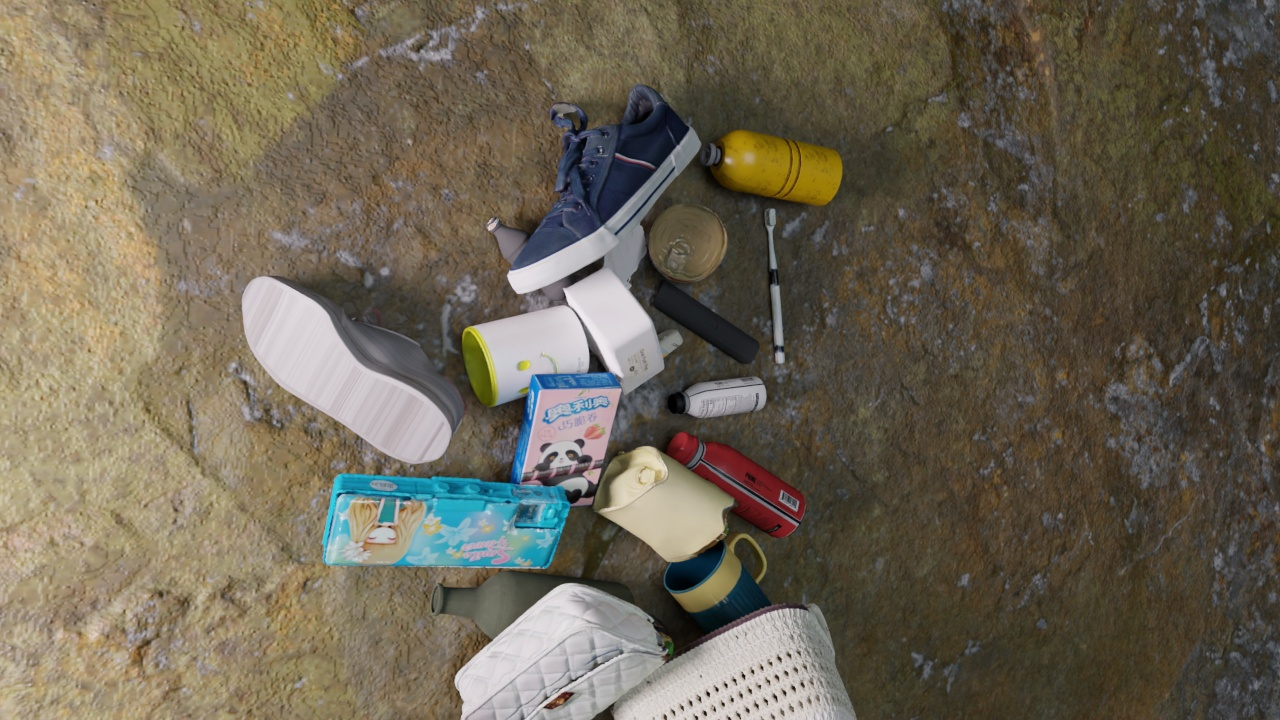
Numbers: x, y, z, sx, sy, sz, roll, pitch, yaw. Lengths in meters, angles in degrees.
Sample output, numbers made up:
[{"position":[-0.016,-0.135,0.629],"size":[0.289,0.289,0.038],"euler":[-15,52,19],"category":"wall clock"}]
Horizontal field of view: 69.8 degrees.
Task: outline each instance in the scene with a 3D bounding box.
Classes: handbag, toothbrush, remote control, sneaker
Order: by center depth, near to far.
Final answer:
[{"position":[-0.263,0.001,0.868],"size":[0.236,0.089,0.099],"euler":[39,107,-1],"category":"sneaker"},{"position":[-0.077,0.310,0.896],"size":[0.138,0.072,0.195],"euler":[33,114,-34],"category":"handbag"},{"position":[-0.056,-0.188,0.930],"size":[0.127,0.121,0.293],"euler":[52,55,-24],"category":"sneaker"},{"position":[0.029,0.152,0.982],"size":[0.119,0.111,0.081],"euler":[37,53,-22],"category":"handbag"},{"position":[-0.006,0.006,1.006],"size":[0.125,0.038,0.018],"euler":[-39,107,-21],"category":"remote control"},{"position":[0.076,-0.044,1.059],"size":[0.146,0.015,0.033],"euler":[32,77,-22],"category":"remote control"},{"position":[0.162,-0.089,1.099],"size":[0.012,0.017,0.187],"euler":[-5,92,-5],"category":"toothbrush"}]

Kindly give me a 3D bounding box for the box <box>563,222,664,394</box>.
[{"position":[-0.028,-0.063,0.961],"size":[0.101,0.111,0.188],"euler":[-14,60,0],"category":"box"}]

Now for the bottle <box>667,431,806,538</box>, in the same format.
[{"position":[0.107,0.138,1.047],"size":[0.176,0.062,0.062],"euler":[34,76,-21],"category":"bottle"}]

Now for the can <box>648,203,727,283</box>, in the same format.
[{"position":[0.051,-0.129,1.016],"size":[0.086,0.043,0.086],"euler":[0,89,-1],"category":"can"}]

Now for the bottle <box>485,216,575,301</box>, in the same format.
[{"position":[-0.116,-0.107,0.956],"size":[0.110,0.036,0.036],"euler":[42,73,-19],"category":"bottle"}]

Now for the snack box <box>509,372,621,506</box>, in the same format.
[{"position":[-0.079,0.083,0.933],"size":[0.087,0.033,0.154],"euler":[0,123,-26],"category":"snack box"}]

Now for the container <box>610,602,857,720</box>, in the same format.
[{"position":[0.105,0.371,0.949],"size":[0.251,0.143,0.185],"euler":[-28,130,3],"category":"container"}]

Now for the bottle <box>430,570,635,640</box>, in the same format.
[{"position":[-0.110,0.254,0.938],"size":[0.206,0.071,0.071],"euler":[13,84,-25],"category":"bottle"}]

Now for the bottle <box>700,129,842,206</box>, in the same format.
[{"position":[0.146,-0.226,1.065],"size":[0.163,0.071,0.071],"euler":[5,87,-25],"category":"bottle"}]

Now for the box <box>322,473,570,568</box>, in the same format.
[{"position":[-0.187,0.161,0.897],"size":[0.226,0.039,0.094],"euler":[7,120,-24],"category":"box"}]

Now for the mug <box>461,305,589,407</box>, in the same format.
[{"position":[-0.116,-0.006,0.930],"size":[0.106,0.083,0.082],"euler":[-16,96,-26],"category":"mug"}]

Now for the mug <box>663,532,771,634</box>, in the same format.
[{"position":[0.099,0.252,1.032],"size":[0.113,0.083,0.107],"euler":[-47,108,-25],"category":"mug"}]

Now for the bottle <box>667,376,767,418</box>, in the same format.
[{"position":[0.086,0.043,1.049],"size":[0.115,0.041,0.041],"euler":[-6,92,-25],"category":"bottle"}]
